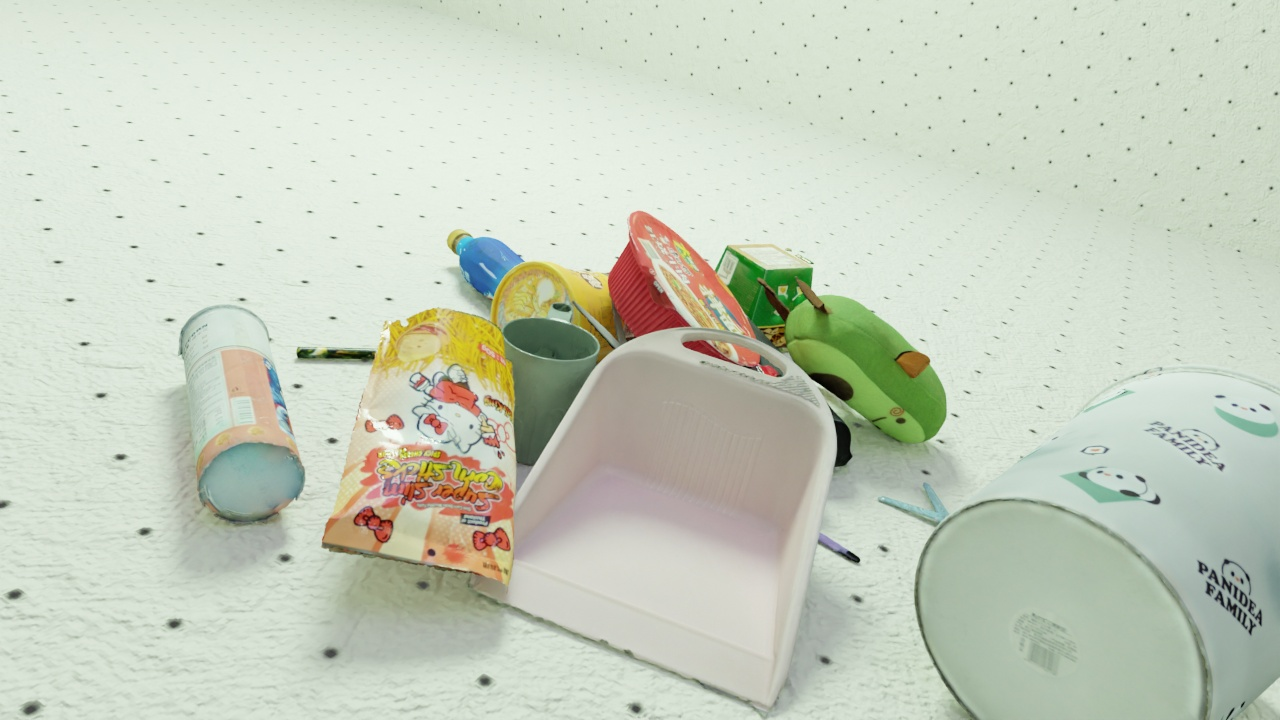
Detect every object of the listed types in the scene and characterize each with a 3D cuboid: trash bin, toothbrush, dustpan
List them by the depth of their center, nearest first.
[{"bbox_3d":[0.337,0.140,0.627,0.251,0.230,0.230,-16,37,-38],"label":"trash bin"},{"bbox_3d":[0.030,0.083,0.681,0.222,0.139,0.272,18,25,8],"label":"dustpan"},{"bbox_3d":[0.107,0.120,0.788,0.189,0.017,0.014,30,30,29],"label":"toothbrush"},{"bbox_3d":[-0.234,-0.004,0.886,0.185,0.012,0.017,2,38,-23],"label":"toothbrush"}]

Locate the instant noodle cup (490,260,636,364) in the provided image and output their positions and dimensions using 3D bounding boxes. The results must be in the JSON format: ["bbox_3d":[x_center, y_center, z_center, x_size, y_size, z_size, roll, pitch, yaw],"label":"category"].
[{"bbox_3d":[-0.070,-0.042,0.932,0.118,0.119,0.114,30,22,32],"label":"instant noodle cup"}]

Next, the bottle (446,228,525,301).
[{"bbox_3d":[-0.163,-0.101,1.060,0.065,0.065,0.219,-8,32,-37],"label":"bottle"}]

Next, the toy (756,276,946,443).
[{"bbox_3d":[0.221,0.000,0.934,0.246,0.090,0.227,39,-10,-9],"label":"toy"}]

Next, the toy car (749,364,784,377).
[{"bbox_3d":[0.120,0.054,0.833,0.045,0.053,0.120,12,34,-33],"label":"toy car"}]

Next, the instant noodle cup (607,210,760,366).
[{"bbox_3d":[0.033,-0.055,0.904,0.194,0.066,0.193,43,22,-22],"label":"instant noodle cup"}]

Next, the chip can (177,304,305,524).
[{"bbox_3d":[-0.308,0.033,0.701,0.071,0.071,0.214,-2,29,-29],"label":"chip can"}]

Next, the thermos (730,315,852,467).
[{"bbox_3d":[0.135,0.029,0.950,0.090,0.068,0.242,36,12,-35],"label":"thermos"}]

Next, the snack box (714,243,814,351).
[{"bbox_3d":[0.142,-0.082,1.121,0.117,0.106,0.118,-7,31,-35],"label":"snack box"}]

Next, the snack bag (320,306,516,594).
[{"bbox_3d":[-0.142,0.058,0.645,0.128,0.073,0.207,21,39,-24],"label":"snack bag"}]

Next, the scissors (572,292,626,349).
[{"bbox_3d":[-0.006,0.008,0.869,0.162,0.012,0.175,30,42,-40],"label":"scissors"}]

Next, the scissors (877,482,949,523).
[{"bbox_3d":[0.275,0.147,0.815,0.133,0.017,0.133,17,27,19],"label":"scissors"}]

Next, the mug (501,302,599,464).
[{"bbox_3d":[-0.084,0.018,0.805,0.083,0.103,0.123,12,24,-1],"label":"mug"}]
